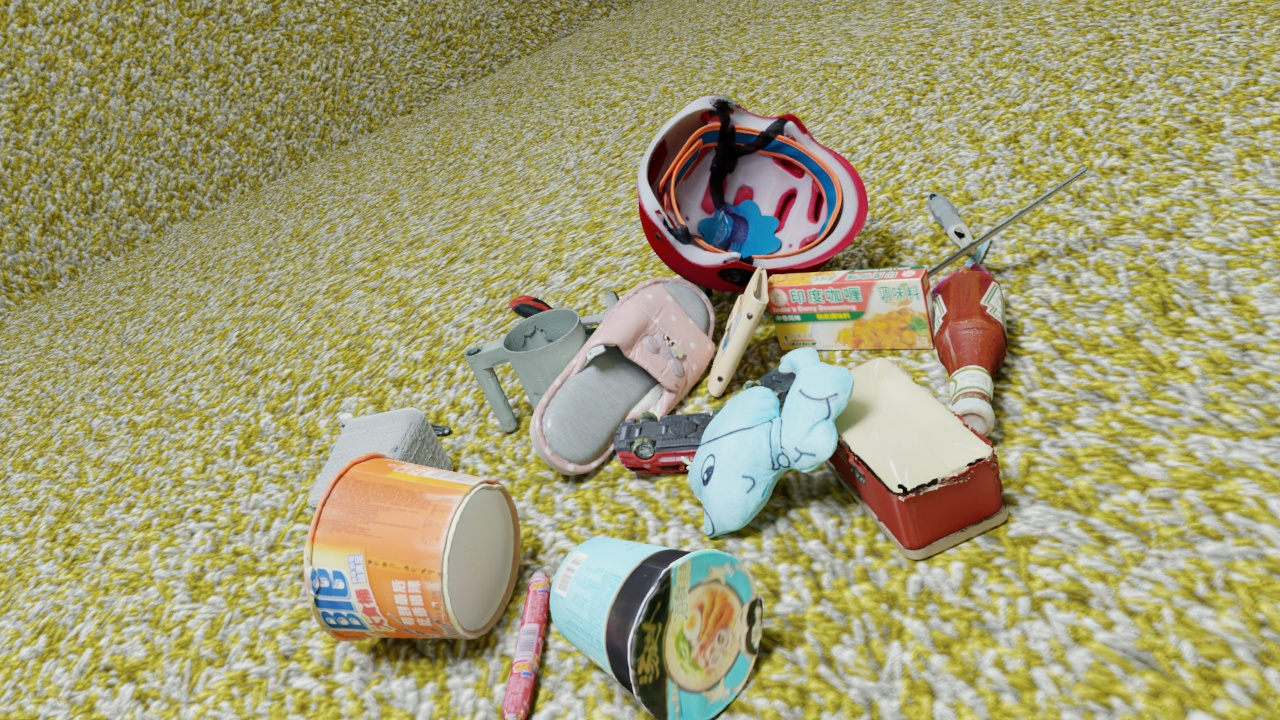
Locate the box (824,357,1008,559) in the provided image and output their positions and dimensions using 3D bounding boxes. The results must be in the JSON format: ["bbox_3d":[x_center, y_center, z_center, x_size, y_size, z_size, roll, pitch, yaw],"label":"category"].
[{"bbox_3d":[0.195,0.061,0.699,0.091,0.079,0.168,-23,29,-5],"label":"box"}]

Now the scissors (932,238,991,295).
[{"bbox_3d":[0.343,-0.099,0.960,0.063,0.017,0.134,-15,21,36],"label":"scissors"}]

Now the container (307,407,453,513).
[{"bbox_3d":[-0.249,0.119,0.879,0.090,0.090,0.114,-12,32,17],"label":"container"}]

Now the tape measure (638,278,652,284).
[{"bbox_3d":[0.015,-0.069,1.095,0.060,0.029,0.057,-11,48,13],"label":"tape measure"}]

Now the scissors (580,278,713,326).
[{"bbox_3d":[0.001,-0.036,1.032,0.174,0.019,0.169,-11,42,12],"label":"scissors"}]

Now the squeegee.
[{"bbox_3d":[0.344,-0.143,1.001,0.247,0.039,0.246,-36,13,20],"label":"squeegee"}]

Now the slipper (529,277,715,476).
[{"bbox_3d":[-0.005,0.005,0.903,0.273,0.114,0.055,-46,11,-36],"label":"slipper"}]

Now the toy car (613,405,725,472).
[{"bbox_3d":[0.038,0.073,0.817,0.121,0.045,0.052,-6,33,13],"label":"toy car"}]

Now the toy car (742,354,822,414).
[{"bbox_3d":[0.134,0.025,0.851,0.090,0.034,0.043,-35,29,-30],"label":"toy car"}]

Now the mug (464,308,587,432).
[{"bbox_3d":[-0.104,0.017,0.947,0.124,0.103,0.083,-18,28,6],"label":"mug"}]

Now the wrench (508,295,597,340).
[{"bbox_3d":[-0.102,-0.044,1.147,0.056,0.016,0.273,-29,30,-17],"label":"wrench"}]

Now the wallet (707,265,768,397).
[{"bbox_3d":[0.098,-0.031,0.905,0.024,0.115,0.087,18,33,-4],"label":"wallet"}]

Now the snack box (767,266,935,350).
[{"bbox_3d":[0.203,-0.049,0.890,0.156,0.077,0.026,0,34,33],"label":"snack box"}]

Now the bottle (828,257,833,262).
[{"bbox_3d":[0.134,-0.136,1.106,0.197,0.068,0.068,4,36,31],"label":"bottle"}]

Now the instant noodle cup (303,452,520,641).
[{"bbox_3d":[-0.169,0.150,0.719,0.111,0.151,0.151,1,34,20],"label":"instant noodle cup"}]

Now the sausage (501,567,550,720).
[{"bbox_3d":[-0.082,0.209,0.680,0.020,0.020,0.155,-14,29,11],"label":"sausage"}]

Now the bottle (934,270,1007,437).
[{"bbox_3d":[0.283,-0.006,0.786,0.060,0.060,0.205,-7,31,24],"label":"bottle"}]

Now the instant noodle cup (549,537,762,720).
[{"bbox_3d":[0.002,0.170,0.618,0.111,0.111,0.121,-37,24,-29],"label":"instant noodle cup"}]

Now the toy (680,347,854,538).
[{"bbox_3d":[0.094,0.065,0.725,0.157,0.049,0.161,-4,65,53],"label":"toy"}]

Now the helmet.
[{"bbox_3d":[0.112,-0.160,1.005,0.240,0.144,0.206,20,67,3],"label":"helmet"}]

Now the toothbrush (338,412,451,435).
[{"bbox_3d":[-0.285,0.074,1.057,0.181,0.018,0.015,2,32,33],"label":"toothbrush"}]
